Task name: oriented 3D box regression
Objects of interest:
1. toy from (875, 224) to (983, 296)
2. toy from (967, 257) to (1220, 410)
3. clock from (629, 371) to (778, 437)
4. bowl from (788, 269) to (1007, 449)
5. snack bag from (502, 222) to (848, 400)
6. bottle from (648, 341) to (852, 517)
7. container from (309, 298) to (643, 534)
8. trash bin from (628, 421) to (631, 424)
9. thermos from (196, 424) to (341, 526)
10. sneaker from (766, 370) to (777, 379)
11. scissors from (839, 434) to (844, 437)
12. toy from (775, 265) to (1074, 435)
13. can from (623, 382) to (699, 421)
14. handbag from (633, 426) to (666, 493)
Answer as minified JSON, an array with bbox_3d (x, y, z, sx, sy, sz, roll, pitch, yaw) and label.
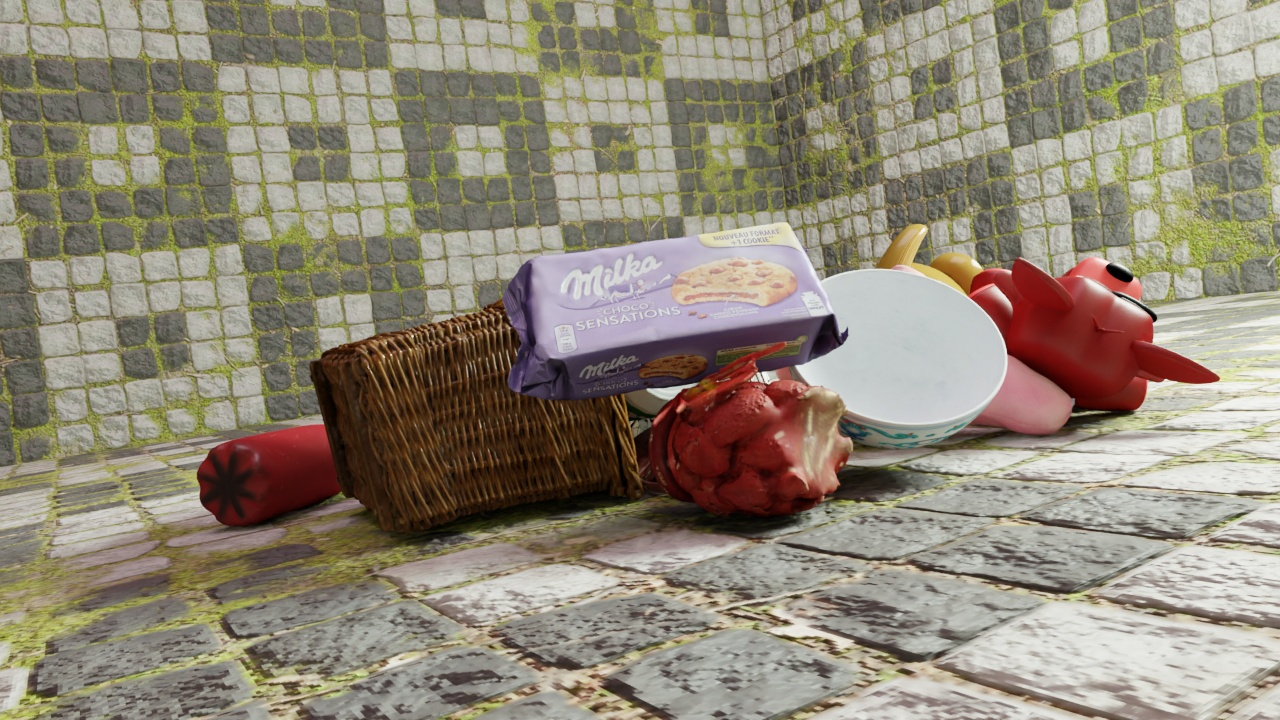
[{"bbox_3d":[0.239,-0.010,0.889,0.203,0.199,0.163,-30,29,-25],"label":"toy"},{"bbox_3d":[0.337,-0.021,0.720,0.158,0.120,0.197,37,-4,10],"label":"toy"},{"bbox_3d":[0.049,0.042,0.835,0.155,0.065,0.114,-29,-12,38],"label":"clock"},{"bbox_3d":[0.168,0.012,0.632,0.144,0.074,0.143,-1,47,1],"label":"bowl"},{"bbox_3d":[0.017,-0.027,0.582,0.205,0.096,0.058,-9,-41,-6],"label":"snack bag"},{"bbox_3d":[0.061,0.046,0.542,0.098,0.099,0.111,-10,3,-39],"label":"bottle"},{"bbox_3d":[-0.141,0.040,0.713,0.182,0.162,0.250,-14,5,-24],"label":"container"},{"bbox_3d":[-0.018,0.014,0.964,0.133,0.133,0.161,-8,-4,-15],"label":"trash bin"},{"bbox_3d":[-0.306,0.096,0.866,0.073,0.073,0.239,-7,2,16],"label":"thermos"},{"bbox_3d":[0.154,0.020,0.978,0.090,0.091,0.241,-5,4,38],"label":"sneaker"},{"bbox_3d":[0.118,0.071,0.796,0.133,0.012,0.096,-6,2,25],"label":"scissors"},{"bbox_3d":[0.217,0.005,0.727,0.237,0.192,0.096,17,60,30],"label":"toy"},{"bbox_3d":[-0.004,0.004,0.735,0.087,0.088,0.140,-9,-3,-24],"label":"can"},{"bbox_3d":[0.020,0.079,0.672,0.055,0.029,0.120,-39,17,-13],"label":"handbag"}]
